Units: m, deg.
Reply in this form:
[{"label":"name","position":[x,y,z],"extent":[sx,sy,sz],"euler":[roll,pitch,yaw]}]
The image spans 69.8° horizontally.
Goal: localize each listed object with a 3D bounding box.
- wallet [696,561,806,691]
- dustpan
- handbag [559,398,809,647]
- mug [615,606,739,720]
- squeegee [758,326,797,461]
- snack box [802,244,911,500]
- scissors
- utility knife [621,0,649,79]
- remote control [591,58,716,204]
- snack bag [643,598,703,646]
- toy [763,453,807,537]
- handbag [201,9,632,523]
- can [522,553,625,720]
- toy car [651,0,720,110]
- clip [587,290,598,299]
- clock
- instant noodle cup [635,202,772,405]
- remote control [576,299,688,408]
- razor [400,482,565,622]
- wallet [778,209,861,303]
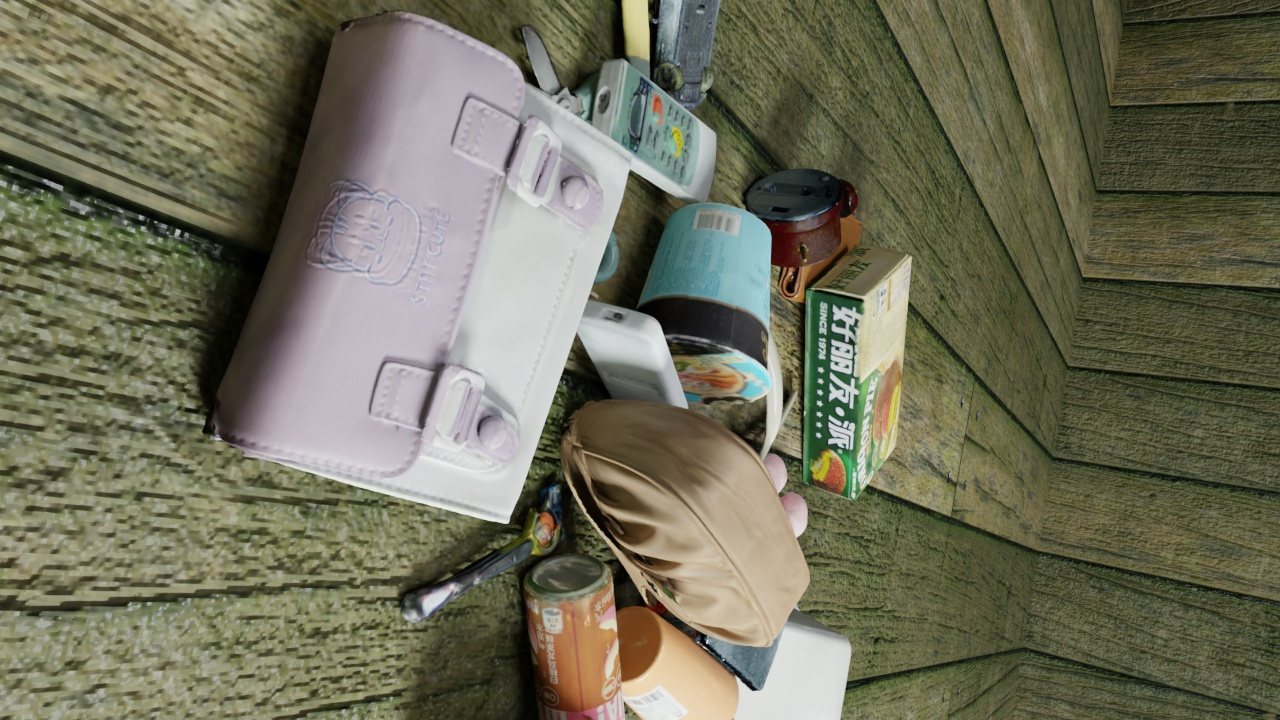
[{"label":"wallet","position":[0.092,0.190,0.734],"extent":[0.097,0.019,0.120],"euler":[49,55,-35]},{"label":"dustpan","position":[0.096,0.330,0.890],"extent":[0.257,0.143,0.222],"euler":[13,85,-28]},{"label":"handbag","position":[0.028,0.114,0.615],"extent":[0.099,0.148,0.204],"euler":[-49,136,-23]},{"label":"mug","position":[0.016,0.236,0.688],"extent":[0.123,0.078,0.078],"euler":[52,54,-44]},{"label":"squeegee","position":[0.095,-0.015,0.768],"extent":[0.245,0.039,0.247],"euler":[-48,130,-56]},{"label":"snack box","position":[0.219,0.013,0.931],"extent":[0.114,0.063,0.240],"euler":[-39,135,-41]},{"label":"scissors","position":[-0.029,-0.146,0.589],"extent":[0.176,0.019,0.175],"euler":[-51,135,-38]},{"label":"utility knife","position":[-0.003,-0.273,0.601],"extent":[0.030,0.019,0.175],"euler":[-17,112,-59]},{"label":"remote control","position":[0.013,-0.149,0.616],"extent":[0.135,0.019,0.056],"euler":[17,81,-57]},{"label":"snack bag","position":[0.036,0.207,0.749],"extent":[0.045,0.026,0.105],"euler":[-50,135,-19]},{"label":"toy","position":[0.105,0.157,0.815],"extent":[0.121,0.054,0.159],"euler":[61,39,-16]},{"label":"handbag","position":[-0.097,-0.037,0.428],"extent":[0.144,0.099,0.197],"euler":[24,80,-42]},{"label":"can","position":[-0.042,0.204,0.604],"extent":[0.057,0.058,0.147],"euler":[-28,119,-52]},{"label":"toy car","position":[0.032,-0.238,0.647],"extent":[0.054,0.037,0.121],"euler":[-26,128,-53]},{"label":"clip","position":[-0.062,-0.025,0.551],"extent":[0.104,0.035,0.089],"euler":[52,50,-58]},{"label":"clock","position":[0.139,-0.130,0.793],"extent":[0.121,0.082,0.055],"euler":[-51,140,-38]},{"label":"instant noodle cup","position":[0.047,-0.043,0.657],"extent":[0.111,0.111,0.120],"euler":[44,51,-52]},{"label":"remote control","position":[-0.004,0.003,0.597],"extent":[0.136,0.056,0.020],"euler":[66,42,-61]},{"label":"razor","position":[-0.087,0.119,0.551],"extent":[0.142,0.022,0.043],"euler":[-25,115,-52]},{"label":"wallet","position":[0.181,-0.107,0.909],"extent":[0.131,0.031,0.108],"euler":[4,97,-58]}]
